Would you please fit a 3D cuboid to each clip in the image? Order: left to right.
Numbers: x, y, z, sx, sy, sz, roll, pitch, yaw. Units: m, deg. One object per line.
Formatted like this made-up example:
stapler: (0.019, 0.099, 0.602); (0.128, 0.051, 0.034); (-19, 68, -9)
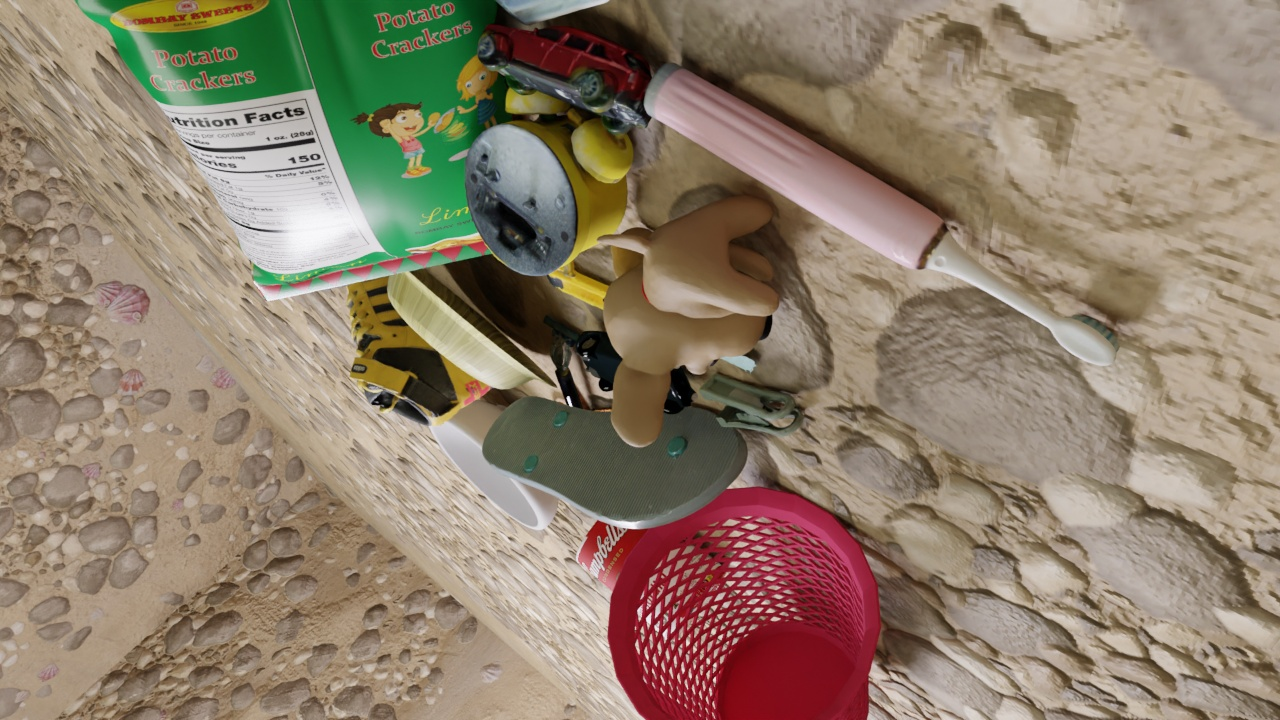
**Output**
clip: (0.066, 0.024, 0.577); (0.050, 0.023, 0.078); (49, 159, -13)

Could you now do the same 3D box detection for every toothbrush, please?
toothbrush: (0.094, -0.063, 0.381); (0.222, 0.026, 0.027); (36, 135, 19)

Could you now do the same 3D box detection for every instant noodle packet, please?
instant noodle packet: (-0.160, -0.130, 0.518); (0.253, 0.195, 0.090); (86, 169, -57)

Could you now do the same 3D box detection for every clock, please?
clock: (-0.047, -0.102, 0.495); (0.083, 0.057, 0.119); (40, 133, 19)

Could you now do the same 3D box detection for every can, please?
can: (0.011, 0.194, 0.869); (0.116, 0.086, 0.087); (37, 156, 18)

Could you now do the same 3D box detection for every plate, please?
plate: (-0.150, -0.024, 0.747); (0.184, 0.036, 0.184); (40, 179, 1)

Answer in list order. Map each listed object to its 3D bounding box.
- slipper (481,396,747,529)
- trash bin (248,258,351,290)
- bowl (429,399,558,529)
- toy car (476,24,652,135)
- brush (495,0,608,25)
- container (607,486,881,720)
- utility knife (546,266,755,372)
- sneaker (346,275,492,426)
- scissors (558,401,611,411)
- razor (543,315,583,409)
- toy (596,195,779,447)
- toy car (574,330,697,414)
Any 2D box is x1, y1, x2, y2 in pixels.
slipper: (-0.027, 0.083, 0.704); (0.269, 0.098, 0.055); (4, 143, 44)
trash bin: (-0.243, -0.180, 0.603); (0.139, 0.139, 0.250); (32, 152, 27)
bowl: (-0.147, 0.100, 0.997); (0.176, 0.066, 0.177); (36, 155, 19)
toy car: (-0.035, -0.137, 0.435); (0.091, 0.036, 0.042); (20, -179, 17)
brush: (-0.035, -0.179, 0.370); (0.075, 0.055, 0.136); (33, 167, -36)
container: (0.098, 0.230, 0.699); (0.183, 0.183, 0.226); (28, 159, 34)
utility knife: (0.001, -0.032, 0.605); (0.191, 0.017, 0.030); (23, 158, 35)
sneaker: (-0.242, -0.032, 0.865); (0.238, 0.121, 0.086); (38, 155, 12)
scissors: (-0.045, 0.060, 0.832); (0.128, 0.011, 0.126); (48, 154, -9)
razor: (-0.057, 0.024, 0.765); (0.043, 0.022, 0.144); (32, 149, 30)
toy: (0.023, -0.034, 0.470); (0.105, 0.134, 0.108); (4, 156, -10)
toy car: (-0.004, 0.004, 0.642); (0.112, 0.034, 0.046); (17, 144, 49)
